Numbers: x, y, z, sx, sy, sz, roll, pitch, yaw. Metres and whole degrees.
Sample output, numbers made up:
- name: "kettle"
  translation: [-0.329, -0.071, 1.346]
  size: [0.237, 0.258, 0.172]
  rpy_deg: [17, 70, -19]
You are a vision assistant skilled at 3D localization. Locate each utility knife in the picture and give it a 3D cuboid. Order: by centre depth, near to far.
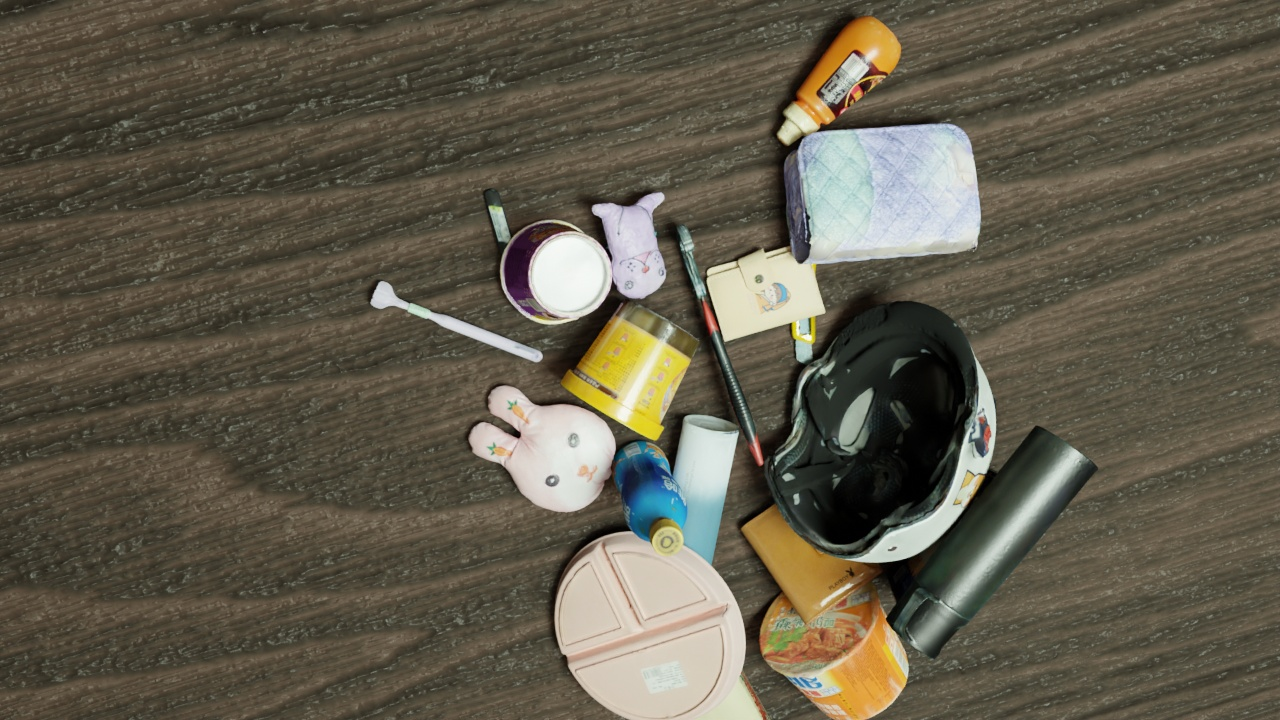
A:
- name: "utility knife"
  translation: [0.183, -0.080, 1.016]
  size: [0.033, 0.015, 0.181]
  rpy_deg: [-4, 103, -3]

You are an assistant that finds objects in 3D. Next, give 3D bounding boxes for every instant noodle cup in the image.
- name: "instant noodle cup"
  translation: [-0.080, -0.089, 0.933]
  size: [0.111, 0.099, 0.111]
  rpy_deg: [-2, 97, -17]
- name: "instant noodle cup"
  translation: [-0.006, 0.006, 0.967]
  size: [0.118, 0.118, 0.114]
  rpy_deg: [30, 90, -12]
- name: "instant noodle cup"
  translation: [0.228, 0.331, 1.052]
  size: [0.151, 0.151, 0.111]
  rpy_deg: [-36, 112, 2]

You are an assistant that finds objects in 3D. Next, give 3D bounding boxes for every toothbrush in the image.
- name: "toothbrush"
  translation: [-0.193, -0.036, 0.981]
  size: [0.189, 0.021, 0.029]
  rpy_deg: [22, 97, -12]

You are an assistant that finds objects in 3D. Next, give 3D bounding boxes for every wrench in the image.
- name: "wrench"
  translation: [0.086, -0.015, 0.987]
  size: [0.016, 0.056, 0.273]
  rpy_deg: [-19, 97, 0]

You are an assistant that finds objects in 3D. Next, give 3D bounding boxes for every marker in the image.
- name: "marker"
  translation: [-0.142, -0.121, 0.971]
  size: [0.018, 0.015, 0.124]
  rpy_deg: [-15, 101, -4]

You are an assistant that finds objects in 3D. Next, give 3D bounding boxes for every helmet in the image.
- name: "helmet"
  translation: [0.276, 0.091, 0.977]
  size: [0.156, 0.230, 0.274]
  rpy_deg: [29, 85, -37]

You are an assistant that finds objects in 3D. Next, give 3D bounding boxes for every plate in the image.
- name: "plate"
  translation: [0.003, 0.303, 1.022]
  size: [0.230, 0.028, 0.229]
  rpy_deg: [4, 102, 21]

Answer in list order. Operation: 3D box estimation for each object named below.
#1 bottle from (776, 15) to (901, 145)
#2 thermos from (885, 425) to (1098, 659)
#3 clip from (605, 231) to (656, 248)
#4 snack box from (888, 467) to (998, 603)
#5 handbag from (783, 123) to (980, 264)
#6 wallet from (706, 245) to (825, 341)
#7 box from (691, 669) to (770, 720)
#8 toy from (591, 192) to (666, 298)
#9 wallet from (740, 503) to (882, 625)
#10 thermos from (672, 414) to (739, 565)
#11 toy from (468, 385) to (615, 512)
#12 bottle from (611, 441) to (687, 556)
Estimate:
- name: "bottle"
  translation: [0.199, -0.283, 0.952]
  size: [0.067, 0.066, 0.150]
  rpy_deg: [41, 102, -13]
- name: "thermos"
  translation: [0.332, 0.176, 0.883]
  size: [0.242, 0.068, 0.090]
  rpy_deg: [-53, 145, 5]
- name: "clip"
  translation: [-0.010, -0.127, 0.984]
  size: [0.057, 0.014, 0.047]
  rpy_deg: [-3, 105, -7]
- name: "snack box"
  translation: [0.352, 0.205, 1.016]
  size: [0.046, 0.177, 0.182]
  rpy_deg: [38, 96, 10]
- name: "handbag"
  translation: [0.252, -0.173, 0.966]
  size: [0.194, 0.076, 0.134]
  rpy_deg: [-5, 83, -7]
- name: "wallet"
  translation: [0.135, -0.077, 1.000]
  size: [0.115, 0.024, 0.087]
  rpy_deg: [-16, 97, 10]
- name: "box"
  translation: [0.095, 0.408, 1.084]
  size: [0.091, 0.075, 0.168]
  rpy_deg: [-28, 105, 1]
- name: "toy"
  translation: [-0.004, -0.118, 0.960]
  size: [0.083, 0.039, 0.108]
  rpy_deg: [-18, 106, -23]
- name: "wallet"
  translation: [0.193, 0.215, 1.042]
  size: [0.108, 0.031, 0.131]
  rpy_deg: [-35, 67, 1]
- name: "thermos"
  translation: [0.059, 0.173, 1.033]
  size: [0.070, 0.070, 0.220]
  rpy_deg: [9, 101, -9]
- name: "toy"
  translation: [-0.107, 0.096, 1.006]
  size: [0.159, 0.054, 0.121]
  rpy_deg: [26, 98, -3]
- name: "bottle"
  translation: [0.012, 0.143, 0.942]
  size: [0.065, 0.218, 0.065]
  rpy_deg: [-2, 103, -8]
